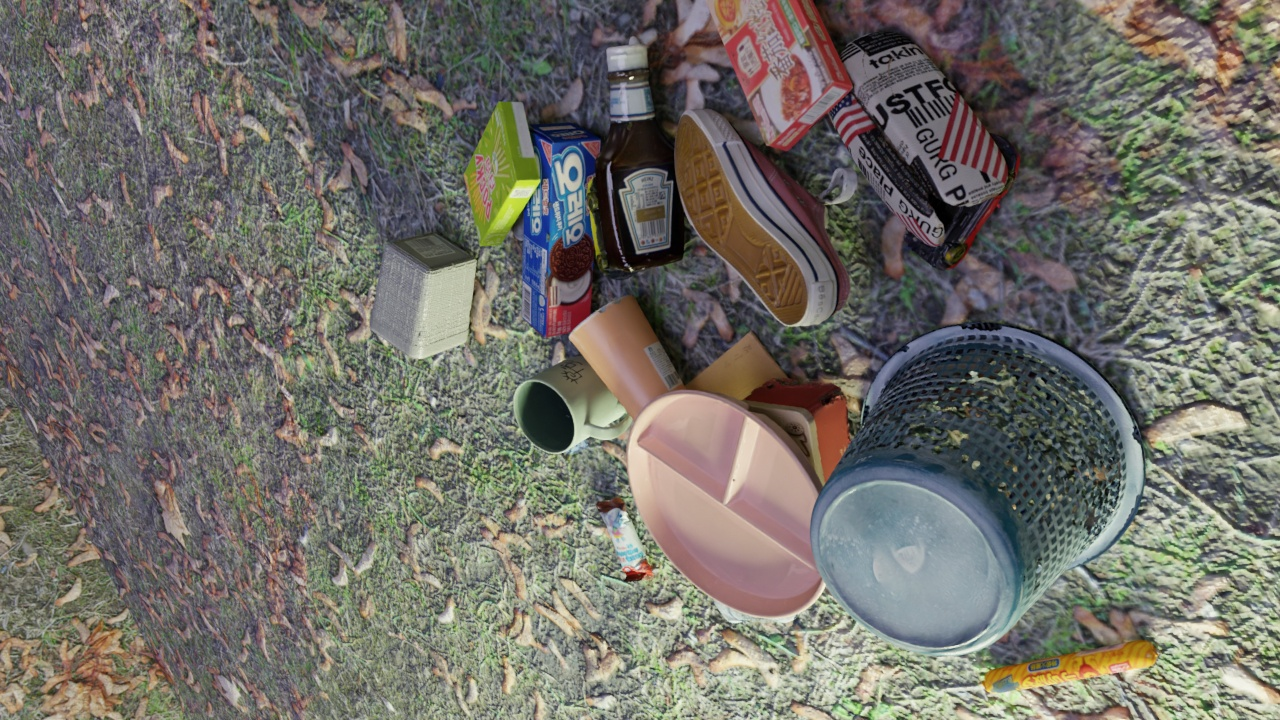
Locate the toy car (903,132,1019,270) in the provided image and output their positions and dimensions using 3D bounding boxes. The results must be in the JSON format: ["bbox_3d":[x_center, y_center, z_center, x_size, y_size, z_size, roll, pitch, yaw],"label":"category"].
[{"bbox_3d":[0.242,-0.119,0.687,0.049,0.031,0.106,46,129,30],"label":"toy car"}]

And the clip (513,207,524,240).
[{"bbox_3d":[-0.122,-0.156,0.975,0.025,0.035,0.058,20,117,28],"label":"clip"}]

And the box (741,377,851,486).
[{"bbox_3d":[0.146,0.102,0.832,0.091,0.078,0.168,7,116,43],"label":"box"}]

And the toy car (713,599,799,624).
[{"bbox_3d":[0.117,0.251,0.959,0.106,0.031,0.049,-15,99,43],"label":"toy car"}]

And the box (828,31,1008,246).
[{"bbox_3d":[0.194,-0.163,0.683,0.162,0.075,0.087,60,163,20],"label":"box"}]

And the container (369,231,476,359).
[{"bbox_3d":[-0.250,-0.079,1.065,0.090,0.090,0.114,32,124,23],"label":"container"}]

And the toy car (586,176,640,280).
[{"bbox_3d":[-0.026,-0.130,0.892,0.032,0.048,0.105,27,129,62],"label":"toy car"}]

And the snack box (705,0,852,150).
[{"bbox_3d":[0.104,-0.246,0.708,0.075,0.025,0.152,-39,60,43],"label":"snack box"}]

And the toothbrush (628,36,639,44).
[{"bbox_3d":[0.000,-0.201,0.855,0.016,0.018,0.191,13,118,40],"label":"toothbrush"}]

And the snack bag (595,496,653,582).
[{"bbox_3d":[-0.017,0.205,1.049,0.045,0.026,0.105,-17,96,45],"label":"snack bag"}]

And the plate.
[{"bbox_3d":[0.079,0.128,0.833,0.230,0.028,0.230,24,128,35],"label":"plate"}]

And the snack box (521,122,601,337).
[{"bbox_3d":[-0.082,-0.128,0.919,0.057,0.058,0.208,38,132,46],"label":"snack box"}]

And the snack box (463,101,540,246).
[{"bbox_3d":[-0.142,-0.183,0.923,0.157,0.026,0.085,-35,66,62],"label":"snack box"}]

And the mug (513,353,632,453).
[{"bbox_3d":[-0.056,0.044,0.951,0.112,0.106,0.082,25,122,29],"label":"mug"}]

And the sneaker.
[{"bbox_3d":[0.108,-0.125,0.759,0.241,0.087,0.118,59,149,34],"label":"sneaker"}]

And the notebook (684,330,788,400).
[{"bbox_3d":[0.124,0.093,0.896,0.211,0.012,0.150,53,131,6],"label":"notebook"}]

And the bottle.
[{"bbox_3d":[-0.003,-0.181,0.826,0.044,0.079,0.195,24,124,56],"label":"bottle"}]

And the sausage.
[{"bbox_3d":[0.359,0.261,0.777,0.166,0.021,0.021,-34,87,43],"label":"sausage"}]

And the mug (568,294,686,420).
[{"bbox_3d":[-0.005,0.005,0.910,0.122,0.078,0.078,55,132,7],"label":"mug"}]

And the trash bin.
[{"bbox_3d":[0.235,0.107,0.689,0.227,0.194,0.227,17,120,32],"label":"trash bin"}]
